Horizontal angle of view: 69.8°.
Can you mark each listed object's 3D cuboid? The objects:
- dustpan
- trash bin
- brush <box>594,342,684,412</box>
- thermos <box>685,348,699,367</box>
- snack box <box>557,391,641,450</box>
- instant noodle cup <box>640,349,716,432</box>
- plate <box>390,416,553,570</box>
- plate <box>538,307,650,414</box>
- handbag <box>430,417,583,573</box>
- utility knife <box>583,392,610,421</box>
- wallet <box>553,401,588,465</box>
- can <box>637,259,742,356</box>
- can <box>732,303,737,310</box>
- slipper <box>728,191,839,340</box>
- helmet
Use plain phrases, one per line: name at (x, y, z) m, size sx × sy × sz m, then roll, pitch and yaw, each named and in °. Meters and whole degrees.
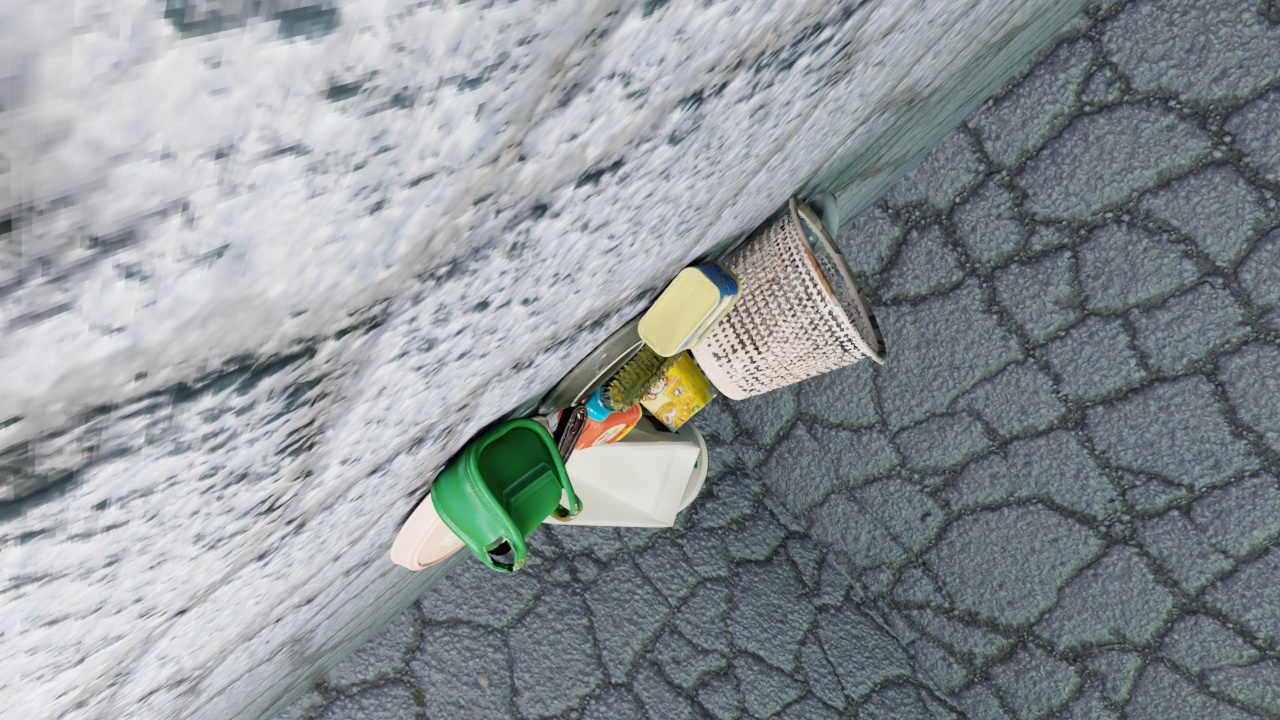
dustpan at (-0.069, 0.202, 1.460) m, size 0.223 × 0.258 × 0.142 m, roll 104°, pitch 12°, yaw -45°
trash bin at (0.165, -0.056, 1.132) m, size 0.192 × 0.227 × 0.227 m, roll -29°, pitch 180°, yaw 22°
brush at (-0.006, 0.007, 1.138) m, size 0.143 × 0.055 × 0.074 m, roll -47°, pitch -154°, yaw -23°
thermos at (0.090, -0.014, 1.619) m, size 0.242 × 0.068 × 0.090 m, roll -42°, pitch -149°, yaw -1°
snack box at (-0.058, 0.069, 1.206) m, size 0.079 × 0.082 × 0.091 m, roll -19°, pitch 160°, yaw -42°
instant noodle cup at (0.048, 0.040, 1.484) m, size 0.116 × 0.123 × 0.115 m, roll -43°, pitch 176°, yaw 25°
plate at (-0.181, 0.152, 1.028) m, size 0.229 × 0.028 × 0.230 m, roll -43°, pitch 168°, yaw -11°
plate at (-0.041, 0.006, 1.027) m, size 0.179 × 0.024 × 0.179 m, roll -40°, pitch 176°, yaw -4°
handbag at (-0.121, 0.123, 0.866) m, size 0.068 × 0.120 × 0.131 m, roll -37°, pitch 180°, yaw 30°
utility knife at (-0.007, 0.007, 1.202) m, size 0.215 × 0.034 × 0.018 m, roll -48°, pitch -175°, yaw -40°
wallet at (-0.092, 0.092, 1.098) m, size 0.096 × 0.020 × 0.122 m, roll -65°, pitch -171°, yaw -2°
can at (0.052, -0.055, 0.969) m, size 0.102 × 0.057 × 0.083 m, roll -50°, pitch 170°, yaw 20°
can at (0.127, -0.075, 1.462) m, size 0.058 × 0.058 × 0.147 m, roll -42°, pitch 175°, yaw 17°
slipper at (0.183, -0.128, 1.257) m, size 0.246 × 0.074 × 0.104 m, roll -58°, pitch -165°, yaw 13°
helmet at (-0.032, 0.181, 1.640) m, size 0.275 × 0.229 × 0.156 m, roll -10°, pitch 163°, yaw 24°
